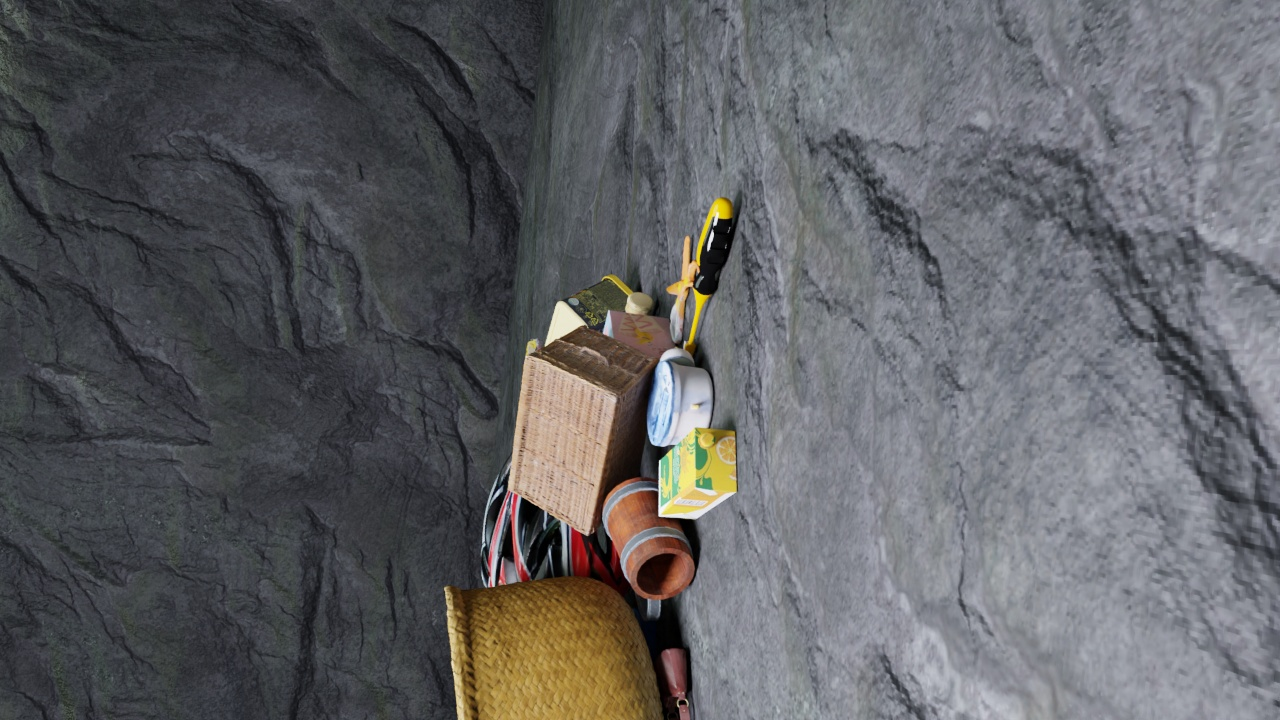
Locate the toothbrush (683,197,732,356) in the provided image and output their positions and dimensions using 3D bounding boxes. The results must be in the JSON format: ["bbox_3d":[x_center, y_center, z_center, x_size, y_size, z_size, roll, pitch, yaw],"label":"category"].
[{"bbox_3d":[0.066,-0.078,0.954,0.030,0.031,0.197,-111,27,-52],"label":"toothbrush"}]

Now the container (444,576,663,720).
[{"bbox_3d":[-0.093,0.376,0.958,0.307,0.196,0.307,172,91,-74],"label":"container"}]

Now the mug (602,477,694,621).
[{"bbox_3d":[0.007,0.201,0.959,0.111,0.081,0.117,-115,30,-59],"label":"mug"}]

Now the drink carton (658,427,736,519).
[{"bbox_3d":[0.054,0.110,0.884,0.123,0.041,0.058,125,149,-63],"label":"drink carton"}]

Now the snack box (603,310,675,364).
[{"bbox_3d":[-0.007,0.006,1.096,0.094,0.079,0.093,-100,21,-55],"label":"snack box"}]

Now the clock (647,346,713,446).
[{"bbox_3d":[0.037,0.039,0.964,0.125,0.052,0.089,-107,27,-59],"label":"clock"}]

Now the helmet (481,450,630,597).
[{"bbox_3d":[-0.109,0.231,1.169,0.218,0.166,0.271,-6,73,43],"label":"helmet"}]

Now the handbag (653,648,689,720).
[{"bbox_3d":[0.036,0.344,0.885,0.055,0.029,0.119,110,156,-49],"label":"handbag"}]

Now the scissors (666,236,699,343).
[{"bbox_3d":[0.049,-0.081,1.055,0.125,0.011,0.128,-170,87,-75],"label":"scissors"}]

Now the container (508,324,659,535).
[{"bbox_3d":[-0.060,0.072,1.014,0.112,0.114,0.199,-38,-34,-51],"label":"container"}]

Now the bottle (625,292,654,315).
[{"bbox_3d":[-0.018,-0.020,1.225,0.072,0.046,0.162,-98,20,-46],"label":"bottle"}]

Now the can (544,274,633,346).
[{"bbox_3d":[-0.071,-0.042,1.288,0.072,0.100,0.131,45,141,20],"label":"can"}]

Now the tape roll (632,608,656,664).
[{"bbox_3d":[-0.002,0.332,1.054,0.093,0.016,0.091,125,148,-63],"label":"tape roll"}]

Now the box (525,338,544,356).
[{"bbox_3d":[-0.149,0.059,1.553,0.209,0.023,0.127,58,-152,-59],"label":"box"}]
